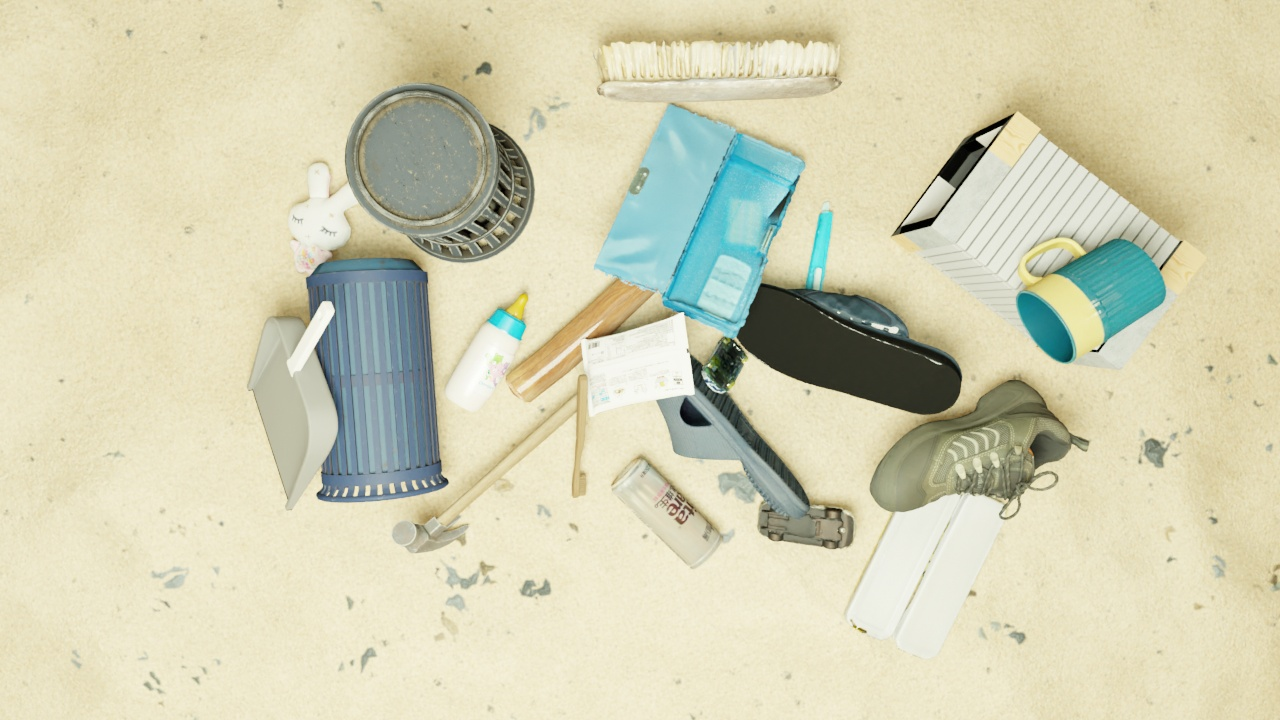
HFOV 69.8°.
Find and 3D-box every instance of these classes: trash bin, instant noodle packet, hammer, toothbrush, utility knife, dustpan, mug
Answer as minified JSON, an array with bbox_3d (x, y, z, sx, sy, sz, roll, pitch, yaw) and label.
[{"bbox_3d":[0.432,-0.123,0.996,0.247,0.142,0.142,36,92,-3],"label":"trash bin"},{"bbox_3d":[-0.006,0.006,0.984,0.134,0.026,0.087,-14,77,31],"label":"instant noodle packet"},{"bbox_3d":[-0.133,0.097,1.032,0.331,0.119,0.031,-43,74,-8],"label":"hammer"},{"bbox_3d":[-0.202,-0.188,0.939,0.164,0.227,0.164,0,93,-1],"label":"trash bin"},{"bbox_3d":[-0.067,0.088,1.031,0.016,0.016,0.167,-5,122,-15],"label":"toothbrush"},{"bbox_3d":[0.208,-0.125,1.057,0.022,0.015,0.116,10,91,-15],"label":"utility knife"},{"bbox_3d":[-0.288,0.018,0.998,0.139,0.139,0.249,-4,92,-1],"label":"trash bin"},{"bbox_3d":[-0.354,0.023,0.944,0.258,0.033,0.163,-46,61,37],"label":"dustpan"},{"bbox_3d":[0.426,-0.071,0.892,0.107,0.083,0.113,-32,66,1],"label":"mug"},{"bbox_3d":[-0.037,-0.066,1.045,0.301,0.037,0.158,-42,93,1],"label":"hammer"}]

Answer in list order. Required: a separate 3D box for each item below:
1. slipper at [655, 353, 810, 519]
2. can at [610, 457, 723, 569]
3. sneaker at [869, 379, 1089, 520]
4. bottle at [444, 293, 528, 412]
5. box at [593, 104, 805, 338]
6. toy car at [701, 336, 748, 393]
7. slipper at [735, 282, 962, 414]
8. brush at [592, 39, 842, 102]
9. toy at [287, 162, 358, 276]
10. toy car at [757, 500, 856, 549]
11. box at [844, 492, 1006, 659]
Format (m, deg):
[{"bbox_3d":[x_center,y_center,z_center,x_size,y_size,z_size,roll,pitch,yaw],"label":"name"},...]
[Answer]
[{"bbox_3d":[0.078,0.087,1.025,0.083,0.101,0.263,-42,88,14],"label":"slipper"},{"bbox_3d":[0.029,0.174,1.053,0.135,0.054,0.054,44,92,-3],"label":"can"},{"bbox_3d":[0.376,0.124,0.990,0.237,0.143,0.101,-27,132,-14],"label":"sneaker"},{"bbox_3d":[-0.167,-0.013,1.039,0.051,0.051,0.146,31,92,-3],"label":"bottle"},{"bbox_3d":[0.068,-0.159,1.002,0.174,0.034,0.231,25,70,-2],"label":"box"},{"bbox_3d":[0.092,0.007,1.034,0.038,0.089,0.027,47,128,-9],"label":"toy car"},{"bbox_3d":[0.232,-0.027,1.037,0.266,0.083,0.109,20,134,10],"label":"slipper"},{"bbox_3d":[0.084,-0.317,1.008,0.271,0.083,0.056,-2,94,0],"label":"brush"},{"bbox_3d":[-0.360,-0.156,1.034,0.076,0.037,0.125,23,89,2],"label":"toy"},{"bbox_3d":[0.192,0.189,1.060,0.113,0.040,0.048,6,93,18],"label":"toy car"},{"bbox_3d":[0.335,0.240,1.079,0.129,0.034,0.209,25,92,-6],"label":"box"}]
